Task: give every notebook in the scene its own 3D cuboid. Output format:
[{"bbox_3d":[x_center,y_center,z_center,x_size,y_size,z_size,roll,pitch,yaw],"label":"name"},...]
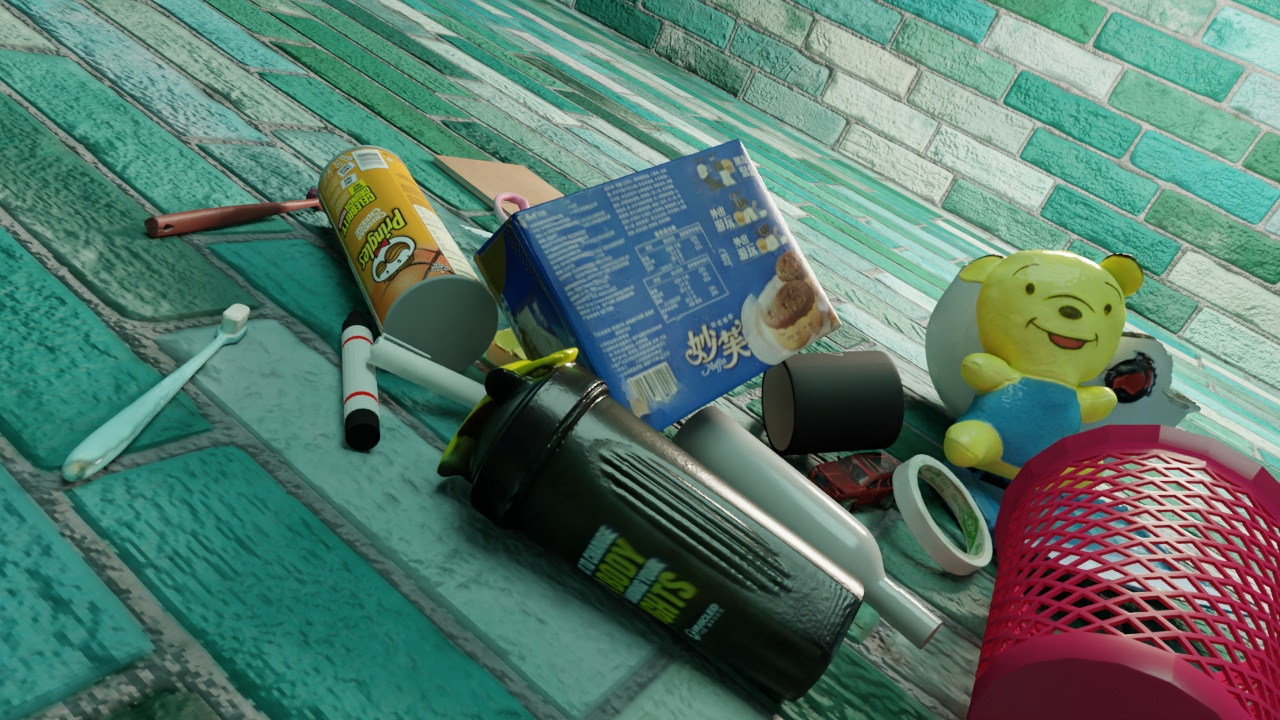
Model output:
[{"bbox_3d":[-0.110,-0.166,0.997,0.209,0.008,0.141,39,26,28],"label":"notebook"}]

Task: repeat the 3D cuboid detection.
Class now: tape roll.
[{"bbox_3d":[0.227,0.115,0.689,0.093,0.018,0.093,30,38,-28],"label":"tape roll"}]

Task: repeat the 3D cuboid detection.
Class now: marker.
[{"bbox_3d":[-0.170,0.004,0.556,0.019,0.019,0.145,14,26,-26],"label":"marker"},{"bbox_3d":[-0.104,0.019,0.566,0.133,0.020,0.017,27,-2,-23],"label":"marker"}]

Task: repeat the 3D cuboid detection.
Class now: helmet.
[{"bbox_3d":[0.409,0.021,0.936,0.264,0.164,0.236,34,11,-2],"label":"helmet"}]

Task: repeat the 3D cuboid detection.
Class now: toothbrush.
[{"bbox_3d":[-0.291,-0.113,0.687,0.016,0.016,0.189,26,23,12],"label":"toothbrush"},{"bbox_3d":[-0.243,0.011,0.473,0.016,0.017,0.180,23,24,-9],"label":"toothbrush"}]

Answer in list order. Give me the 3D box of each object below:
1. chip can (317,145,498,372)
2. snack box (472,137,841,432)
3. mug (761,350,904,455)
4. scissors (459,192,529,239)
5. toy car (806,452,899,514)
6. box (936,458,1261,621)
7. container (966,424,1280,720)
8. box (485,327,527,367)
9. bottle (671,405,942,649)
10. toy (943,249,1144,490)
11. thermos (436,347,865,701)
[{"bbox_3d":[-0.173,-0.078,0.658,0.075,0.075,0.215,8,29,-36],"label":"chip can"},{"bbox_3d":[0.018,-0.045,0.610,0.202,0.069,0.155,-27,87,-36],"label":"snack box"},{"bbox_3d":[0.145,0.035,0.733,0.088,0.078,0.114,-3,-7,-11],"label":"mug"},{"bbox_3d":[-0.089,-0.104,0.857,0.172,0.013,0.170,20,29,-25],"label":"scissors"},{"bbox_3d":[0.167,0.092,0.702,0.091,0.036,0.042,-3,37,-39],"label":"toy car"},{"bbox_3d":[0.373,0.159,0.758,0.231,0.048,0.176,17,17,-20],"label":"box"},{"bbox_3d":[0.270,0.159,0.507,0.183,0.184,0.225,34,32,19],"label":"container"},{"bbox_3d":[-0.017,-0.038,0.663,0.187,0.091,0.077,-20,52,-36],"label":"box"},{"bbox_3d":[0.102,0.106,0.578,0.195,0.053,0.052,39,26,29],"label":"bottle"},{"bbox_3d":[0.334,0.003,0.780,0.149,0.213,0.084,16,-12,-8],"label":"toy"},{"bbox_3d":[0.005,0.082,0.481,0.221,0.098,0.098,33,24,8],"label":"thermos"}]
